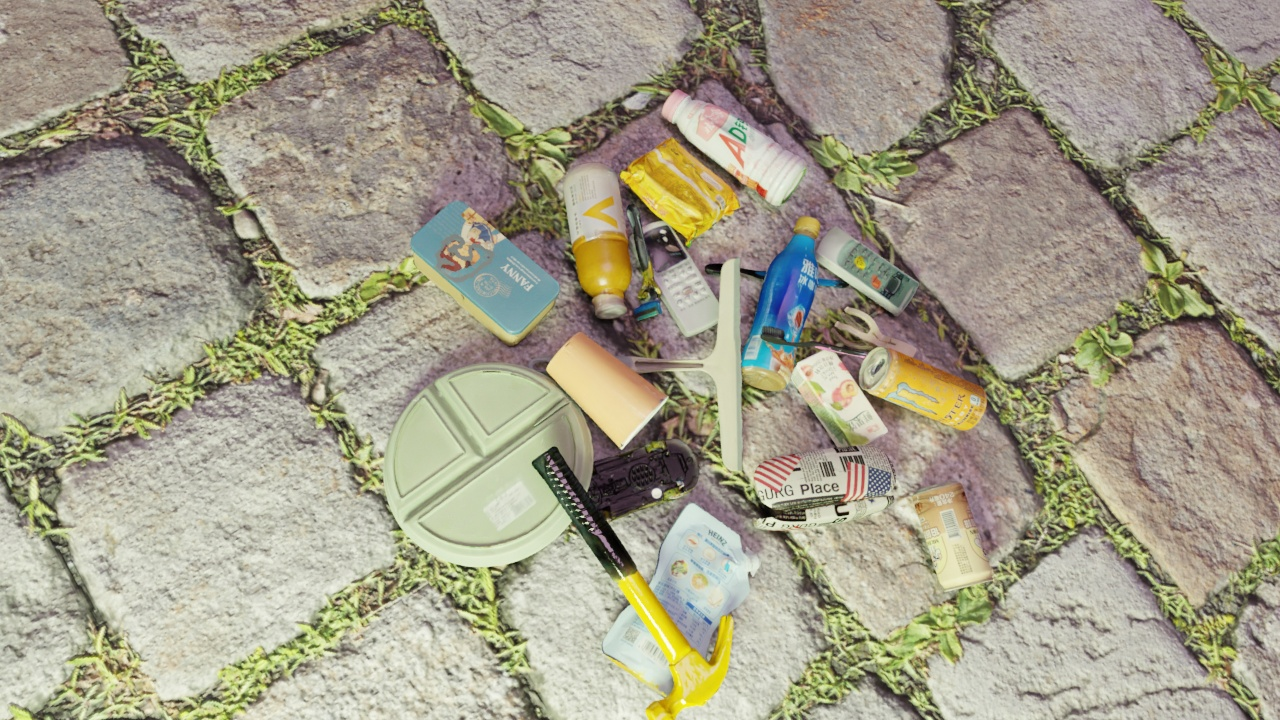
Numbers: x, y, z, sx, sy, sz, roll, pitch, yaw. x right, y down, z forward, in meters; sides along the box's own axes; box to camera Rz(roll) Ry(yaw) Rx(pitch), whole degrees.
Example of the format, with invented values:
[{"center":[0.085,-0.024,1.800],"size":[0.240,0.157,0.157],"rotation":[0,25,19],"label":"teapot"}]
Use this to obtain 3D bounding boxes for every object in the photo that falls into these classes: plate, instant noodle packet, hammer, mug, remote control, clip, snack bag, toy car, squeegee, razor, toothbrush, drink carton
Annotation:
[{"center":[-0.166,0.106,0.991],"size":[0.230,0.027,0.229],"rotation":[-1,70,2],"label":"plate"},{"center":[0.051,-0.210,1.141],"size":[0.128,0.044,0.110],"rotation":[44,54,6],"label":"instant noodle packet"},{"center":[-0.014,0.219,0.939],"size":[0.128,0.033,0.300],"rotation":[-34,87,-23],"label":"hammer"},{"center":[-0.040,0.030,1.011],"size":[0.123,0.078,0.078],"rotation":[41,69,5],"label":"mug"},{"center":[0.285,-0.115,1.162],"size":[0.135,0.019,0.056],"rotation":[36,62,5],"label":"remote control"},{"center":[0.284,-0.025,1.121],"size":[0.100,0.072,0.034],"rotation":[35,69,7],"label":"clip"},{"center":[0.048,0.258,0.985],"size":[0.110,0.039,0.190],"rotation":[32,68,7],"label":"snack bag"},{"center":[-0.011,0.136,1.014],"size":[0.158,0.042,0.070],"rotation":[-17,70,-8],"label":"toy car"},{"center":[-0.006,0.006,1.066],"size":[0.246,0.039,0.246],"rotation":[-1,89,-2],"label":"squeegee"},{"center":[0.003,-0.120,1.103],"size":[0.022,0.043,0.142],"rotation":[-3,80,-45],"label":"razor"},{"center":[0.043,-0.102,1.121],"size":[0.058,0.021,0.150],"rotation":[-28,78,-17],"label":"remote control"},{"center":[0.171,-0.104,1.149],"size":[0.189,0.016,0.014],"rotation":[6,65,-10],"label":"toothbrush"},{"center":[0.219,-0.017,1.069],"size":[0.189,0.014,0.017],"rotation":[10,68,-25],"label":"toothbrush"},{"center":[0.232,0.049,1.084],"size":[0.053,0.046,0.122],"rotation":[-28,77,-16],"label":"drink carton"}]

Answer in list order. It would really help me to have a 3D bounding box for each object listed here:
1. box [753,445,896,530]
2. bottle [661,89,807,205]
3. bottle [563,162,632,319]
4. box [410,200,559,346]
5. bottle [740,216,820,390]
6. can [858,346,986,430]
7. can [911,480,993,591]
[{"center":[0.204,0.142,1.028],"size":[0.162,0.076,0.086],"rotation":[-5,79,-9],"label":"box"},{"center":[0.117,-0.278,1.174],"size":[0.197,0.068,0.068],"rotation":[37,69,9],"label":"bottle"},{"center":[-0.049,-0.142,1.095],"size":[0.068,0.068,0.189],"rotation":[-6,72,-11],"label":"bottle"},{"center":[-0.176,-0.096,1.063],"size":[0.184,0.062,0.089],"rotation":[38,70,7],"label":"box"},{"center":[0.174,-0.073,1.101],"size":[0.065,0.065,0.218],"rotation":[20,72,-2],"label":"bottle"},{"center":[0.333,0.033,1.082],"size":[0.146,0.058,0.058],"rotation":[21,68,-17],"label":"can"},{"center":[0.354,0.199,1.043],"size":[0.058,0.059,0.116],"rotation":[-10,73,-13],"label":"can"}]
